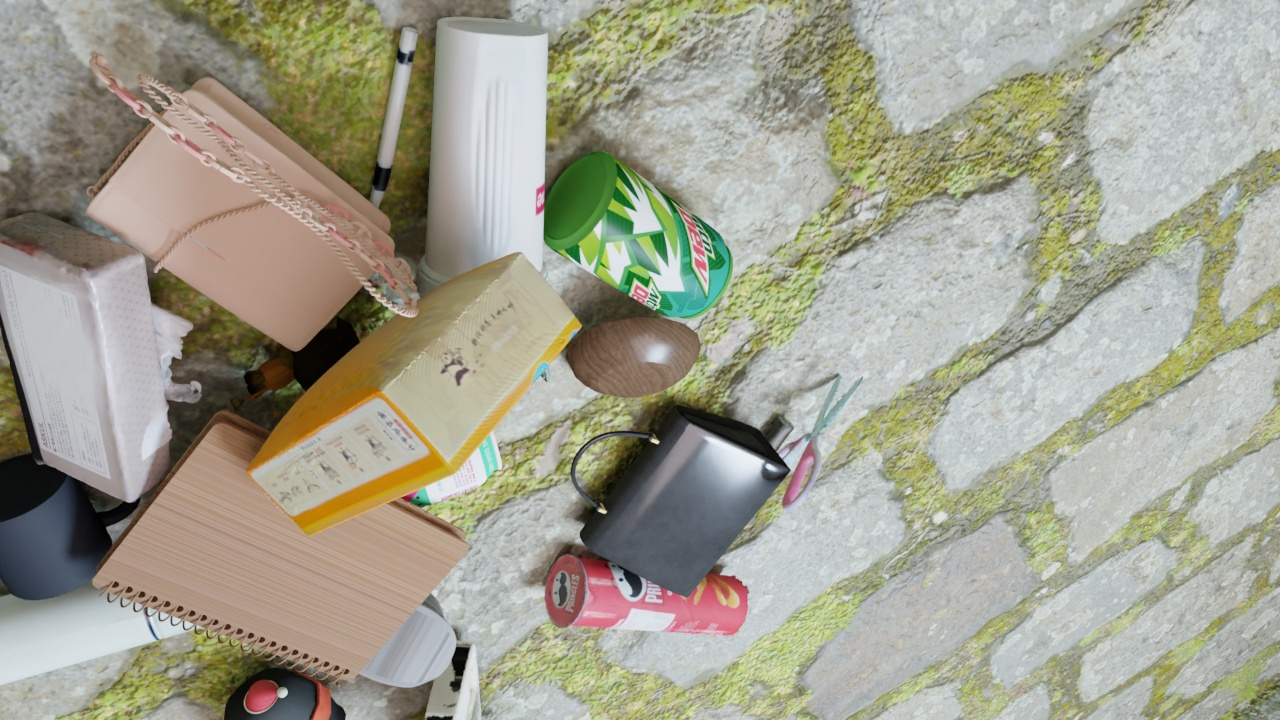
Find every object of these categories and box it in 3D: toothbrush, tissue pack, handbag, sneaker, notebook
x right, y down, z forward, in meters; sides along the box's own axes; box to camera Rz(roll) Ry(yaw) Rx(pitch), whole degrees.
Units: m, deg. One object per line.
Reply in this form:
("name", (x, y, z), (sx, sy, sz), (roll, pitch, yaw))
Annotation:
("toothbrush", (-0.177, -0.139, 0.644), (0.017, 0.012, 0.187), (-5, 126, -41))
("tissue pack", (-0.352, 0.000, 0.601), (0.104, 0.071, 0.182), (18, 120, 13))
("handbag", (0.014, 0.124, 0.899), (0.195, 0.072, 0.176), (26, 108, -34))
("sneaker", (-0.270, 0.196, 0.791), (0.236, 0.089, 0.099), (36, 81, -16))
("notebook", (-0.261, 0.150, 0.679), (0.210, 0.022, 0.169), (35, 103, -31))
("toothbrush", (0.104, 0.138, 0.982), (0.022, 0.024, 0.186), (33, 108, 1))
("handbag", (-0.246, -0.071, 0.535), (0.117, 0.187, 0.198), (-45, 119, 7))

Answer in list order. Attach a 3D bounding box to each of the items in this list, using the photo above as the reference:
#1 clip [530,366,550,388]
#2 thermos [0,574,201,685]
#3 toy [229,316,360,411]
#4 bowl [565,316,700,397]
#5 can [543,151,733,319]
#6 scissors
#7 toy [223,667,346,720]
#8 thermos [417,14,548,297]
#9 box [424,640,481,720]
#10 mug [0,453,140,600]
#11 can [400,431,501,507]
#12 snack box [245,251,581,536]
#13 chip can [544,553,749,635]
("clip", (-0.095, -0.010, 0.772), (0.047, 0.023, 0.076), (-19, 127, -12))
("thermos", (-0.460, 0.206, 0.705), (0.229, 0.068, 0.068), (-14, 128, -19))
("toy", (-0.254, 0.005, 0.675), (0.100, 0.062, 0.076), (-29, 169, -25))
("bowl", (-0.005, 0.005, 0.788), (0.118, 0.030, 0.118), (-5, 153, -3))
("can", (0.000, -0.094, 0.721), (0.144, 0.083, 0.083), (28, 106, -39))
("scissors", (0.165, 0.086, 0.940), (0.014, 0.159, 0.172), (33, 62, -10))
("toy", (-0.334, 0.332, 0.843), (0.099, 0.097, 0.119), (-39, 126, -21))
("thermos", (-0.107, -0.119, 0.642), (0.099, 0.099, 0.221), (-6, 121, -24))
("box", (-0.157, 0.394, 0.896), (0.101, 0.193, 0.144), (4, 129, 1))
("mug", (-0.418, 0.110, 0.663), (0.104, 0.071, 0.078), (-34, 136, -34))
("can", (-0.202, 0.081, 0.736), (0.165, 0.088, 0.088), (-19, 129, -15))
("snack box", (-0.153, 0.019, 0.590), (0.196, 0.144, 0.080), (-25, 110, 43))
("chip can", (0.014, 0.256, 0.985), (0.232, 0.073, 0.073), (16, 114, -36))
